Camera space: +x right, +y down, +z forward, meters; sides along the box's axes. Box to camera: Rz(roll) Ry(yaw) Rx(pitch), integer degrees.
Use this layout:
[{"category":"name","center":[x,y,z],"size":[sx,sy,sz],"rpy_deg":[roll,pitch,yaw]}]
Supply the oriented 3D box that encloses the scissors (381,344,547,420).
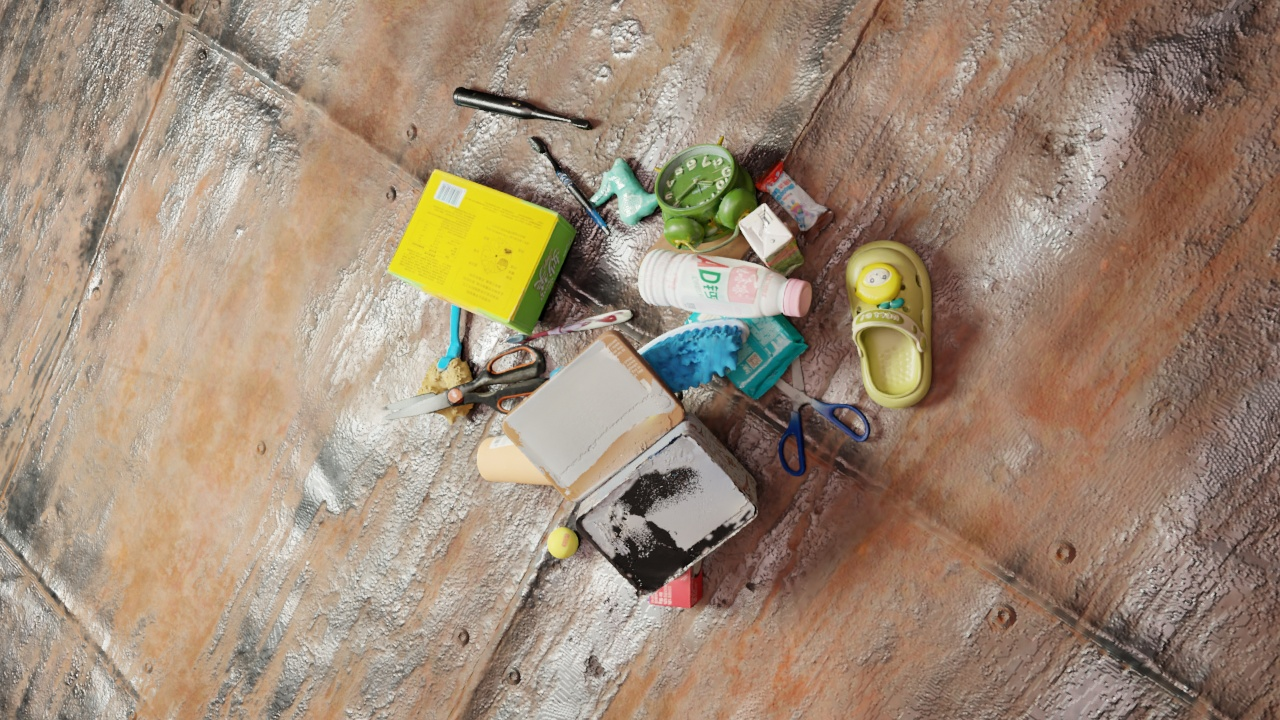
[{"category":"scissors","center":[-0.229,0.058,1.222],"size":[0.235,0.022,0.148],"rpy_deg":[-36,86,-2]}]

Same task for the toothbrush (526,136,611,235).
[{"category":"toothbrush","center":[-0.094,-0.230,1.202],"size":[0.014,0.016,0.189],"rpy_deg":[-48,67,27]}]

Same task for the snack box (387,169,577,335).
[{"category":"snack box","center":[-0.210,-0.144,1.215],"size":[0.210,0.070,0.157],"rpy_deg":[22,86,22]}]

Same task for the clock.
[{"category":"clock","center":[0.076,-0.187,1.077],"size":[0.116,0.056,0.161],"rpy_deg":[-23,52,14]}]

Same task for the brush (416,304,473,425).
[{"category":"brush","center":[-0.257,-0.039,1.268],"size":[0.083,0.045,0.254],"rpy_deg":[7,88,25]}]

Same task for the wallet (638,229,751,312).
[{"category":"wallet","center":[0.068,-0.131,1.138],"size":[0.101,0.020,0.115],"rpy_deg":[42,103,16]}]

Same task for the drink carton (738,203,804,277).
[{"category":"drink carton","center":[0.152,-0.134,1.043],"size":[0.045,0.122,0.053],"rpy_deg":[-38,74,10]}]

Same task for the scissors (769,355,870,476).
[{"category":"scissors","center":[0.194,0.057,1.085],"size":[0.162,0.012,0.174],"rpy_deg":[15,96,27]}]

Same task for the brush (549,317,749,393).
[{"category":"brush","center":[-0.007,0.006,1.105],"size":[0.315,0.109,0.060],"rpy_deg":[-17,108,30]}]

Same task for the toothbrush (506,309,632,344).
[{"category":"toothbrush","center":[-0.096,-0.043,1.209],"size":[0.188,0.017,0.016],"rpy_deg":[-11,86,24]}]

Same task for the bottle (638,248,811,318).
[{"category":"bottle","center":[0.095,-0.083,1.044],"size":[0.197,0.068,0.068],"rpy_deg":[12,95,29]}]

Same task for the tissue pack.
[{"category":"tissue pack","center":[0.125,-0.030,1.091],"size":[0.093,0.050,0.133],"rpy_deg":[-45,69,17]}]

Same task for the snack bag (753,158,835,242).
[{"category":"snack bag","center":[0.181,-0.190,1.083],"size":[0.045,0.026,0.105],"rpy_deg":[-45,76,14]}]

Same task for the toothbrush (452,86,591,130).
[{"category":"toothbrush","center":[-0.159,-0.336,1.232],"size":[0.213,0.027,0.026],"rpy_deg":[18,82,22]}]

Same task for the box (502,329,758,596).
[{"category":"box","center":[-0.013,0.113,1.031],"size":[0.177,0.082,0.259],"rpy_deg":[-39,99,14]}]

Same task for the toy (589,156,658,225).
[{"category":"toy","center":[-0.021,-0.213,1.172],"size":[0.097,0.030,0.092],"rpy_deg":[-36,71,27]}]

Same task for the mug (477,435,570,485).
[{"category":"mug","center":[-0.150,0.128,1.204],"size":[0.123,0.078,0.078],"rpy_deg":[-5,88,28]}]

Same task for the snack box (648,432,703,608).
[{"category":"snack box","center":[0.043,0.195,1.128],"size":[0.058,0.057,0.207],"rpy_deg":[0,90,21]}]

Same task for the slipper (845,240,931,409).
[{"category":"slipper","center":[0.276,-0.040,1.014],"size":[0.092,0.081,0.190],"rpy_deg":[-7,90,21]}]

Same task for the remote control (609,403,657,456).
[{"category":"remote control","center":[-0.013,0.084,1.127],"size":[0.135,0.019,0.056],"rpy_deg":[-37,67,62]}]

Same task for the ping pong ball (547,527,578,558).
[{"category":"ping pong ball","center":[-0.101,0.239,1.199],"size":[0.040,0.040,0.040],"rpy_deg":[0,90,24]}]
